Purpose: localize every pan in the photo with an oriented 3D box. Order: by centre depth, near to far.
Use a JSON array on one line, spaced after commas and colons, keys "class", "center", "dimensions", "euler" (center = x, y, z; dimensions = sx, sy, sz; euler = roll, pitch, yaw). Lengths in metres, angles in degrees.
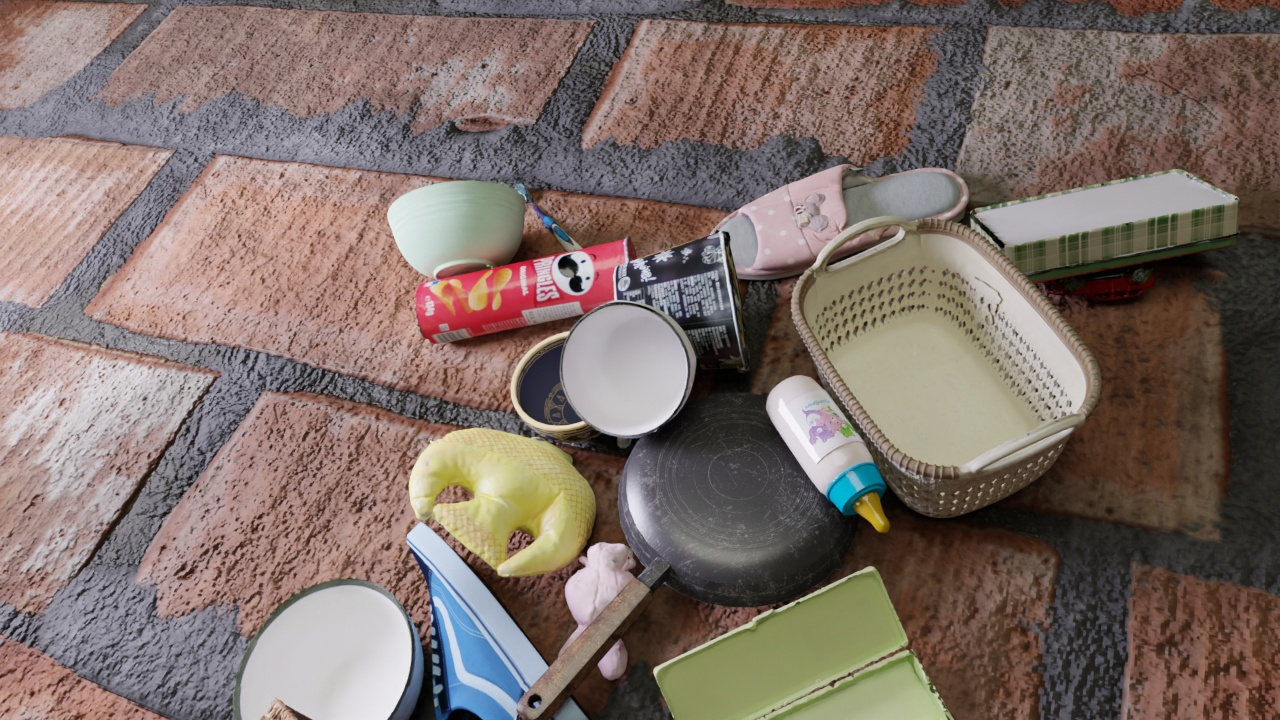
[{"class": "pan", "center": [0.030, 0.150, 0.730], "dimensions": [0.208, 0.040, 0.356], "euler": [33, 60, 27]}]

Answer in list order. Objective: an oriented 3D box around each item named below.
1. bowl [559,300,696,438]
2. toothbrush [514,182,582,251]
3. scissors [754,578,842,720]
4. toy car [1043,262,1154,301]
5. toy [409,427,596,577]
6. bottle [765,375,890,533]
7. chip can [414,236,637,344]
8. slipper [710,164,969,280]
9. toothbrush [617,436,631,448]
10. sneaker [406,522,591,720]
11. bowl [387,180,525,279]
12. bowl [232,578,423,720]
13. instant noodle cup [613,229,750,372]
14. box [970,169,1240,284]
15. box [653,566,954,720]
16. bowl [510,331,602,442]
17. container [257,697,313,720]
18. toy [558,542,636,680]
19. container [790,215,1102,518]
[{"class": "bowl", "center": [-0.005, 0.005, 0.788], "dimensions": [0.116, 0.065, 0.116], "euler": [2, 97, 18]}, {"class": "toothbrush", "center": [-0.100, -0.155, 1.056], "dimensions": [0.016, 0.017, 0.189], "euler": [-33, 53, -11]}, {"class": "scissors", "center": [0.109, 0.239, 0.715], "dimensions": [0.170, 0.014, 0.094], "euler": [-24, 54, -1]}, {"class": "toy car", "center": [0.420, -0.075, 0.843], "dimensions": [0.091, 0.036, 0.042], "euler": [-2, 25, 12]}, {"class": "toy", "center": [-0.116, 0.115, 0.816], "dimensions": [0.170, 0.065, 0.154], "euler": [31, 40, 11]}, {"class": "bottle", "center": [0.152, 0.076, 0.721], "dimensions": [0.051, 0.051, 0.146], "euler": [-27, 53, -5]}, {"class": "chip can", "center": [-0.117, -0.071, 0.966], "dimensions": [0.233, 0.073, 0.073], "euler": [-11, 53, 8]}, {"class": "slipper", "center": [0.201, -0.152, 0.951], "dimensions": [0.274, 0.054, 0.114], "euler": [-14, 52, 4]}, {"class": "toothbrush", "center": [-0.001, 0.007, 0.914], "dimensions": [0.016, 0.017, 0.180], "euler": [4, 55, 12]}, {"class": "sneaker", "center": [-0.146, 0.235, 0.744], "dimensions": [0.098, 0.083, 0.241], "euler": [-38, 57, -14]}, {"class": "bowl", "center": [-0.194, -0.130, 0.996], "dimensions": [0.151, 0.151, 0.077], "euler": [-11, 77, 6]}, {"class": "bowl", "center": [-0.245, 0.264, 0.753], "dimensions": [0.153, 0.073, 0.153], "euler": [-7, 52, 9]}, {"class": "instant noodle cup", "center": [0.038, -0.049, 0.866], "dimensions": [0.112, 0.137, 0.137], "euler": [-9, 53, 9]}, {"class": "box", "center": [0.421, -0.122, 0.848], "dimensions": [0.205, 0.050, 0.117], "euler": [-12, 27, 5]}, {"class": "box", "center": [0.119, 0.250, 0.676], "dimensions": [0.187, 0.044, 0.141], "euler": [-25, 78, -5]}, {"class": "bowl", "center": [-0.061, 0.034, 0.879], "dimensions": [0.112, 0.061, 0.112], "euler": [-7, 53, 10]}, {"class": "container", "center": [-0.206, 0.329, 0.617], "dimensions": [0.113, 0.198, 0.113], "euler": [27, 66, 42]}, {"class": "toy", "center": [-0.033, 0.207, 0.757], "dimensions": [0.064, 0.047, 0.109], "euler": [3, 65, 20]}, {"class": "container", "center": [0.244, 0.009, 0.766], "dimensions": [0.184, 0.143, 0.246], "euler": [-23, 52, -3]}]
